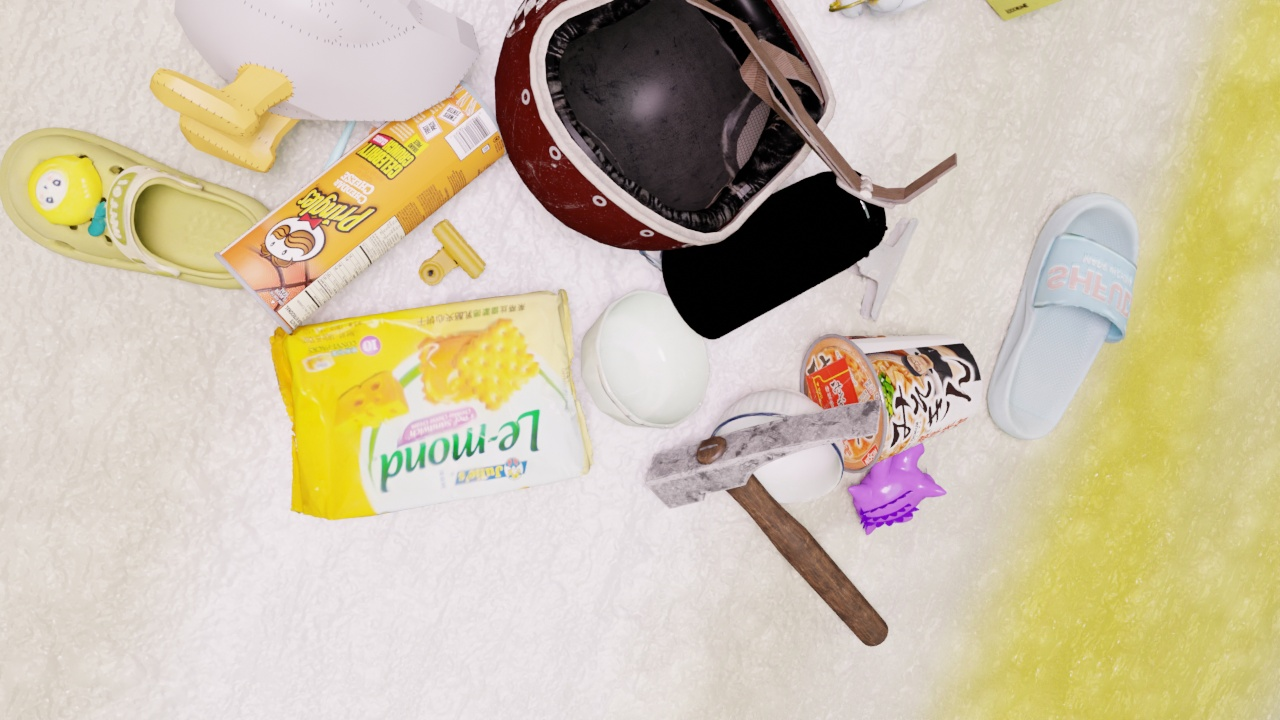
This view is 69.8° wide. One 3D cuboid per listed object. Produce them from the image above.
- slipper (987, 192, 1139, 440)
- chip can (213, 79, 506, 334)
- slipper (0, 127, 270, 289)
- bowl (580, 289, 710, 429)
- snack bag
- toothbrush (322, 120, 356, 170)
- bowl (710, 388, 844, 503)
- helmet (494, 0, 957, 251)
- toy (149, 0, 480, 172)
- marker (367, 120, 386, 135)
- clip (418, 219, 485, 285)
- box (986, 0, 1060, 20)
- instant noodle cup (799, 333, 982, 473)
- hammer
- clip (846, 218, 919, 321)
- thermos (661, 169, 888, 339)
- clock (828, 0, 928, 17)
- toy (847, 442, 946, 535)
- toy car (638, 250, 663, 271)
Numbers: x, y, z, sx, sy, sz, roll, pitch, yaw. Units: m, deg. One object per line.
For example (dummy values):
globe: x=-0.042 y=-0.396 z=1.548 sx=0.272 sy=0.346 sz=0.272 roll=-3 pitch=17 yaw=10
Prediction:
slipper: x=0.414 y=-0.036 z=0.875 sx=0.104 sy=0.074 sz=0.245 roll=19 pitch=96 yaw=-18
chip can: x=-0.202 y=-0.118 z=0.681 sx=0.214 sy=0.075 sz=0.075 roll=-43 pitch=108 yaw=-14
slipper: x=-0.361 y=-0.101 z=0.661 sx=0.190 sy=0.081 sz=0.092 roll=17 pitch=98 yaw=-19
bowl: x=-0.005 y=0.004 z=0.771 sx=0.117 sy=0.061 sz=0.117 roll=12 pitch=70 yaw=-36
snack bag: x=-0.166 y=0.032 z=0.741 sx=0.247 sy=0.068 sz=0.160 roll=-8 pitch=103 yaw=-13
toothbrush: x=-0.245 y=-0.145 z=0.715 sx=0.016 sy=0.016 sz=0.180 roll=25 pitch=94 yaw=-17
bowl: x=0.124 y=0.066 z=0.813 sx=0.118 sy=0.118 sz=0.062 roll=38 pitch=45 yaw=-18
helmet: x=0.026 y=-0.193 z=0.653 sx=0.233 sy=0.233 sz=0.254 roll=30 pitch=131 yaw=-33
toy: x=-0.230 y=-0.263 z=0.638 sx=0.246 sy=0.141 sz=0.267 roll=26 pitch=79 yaw=-9
marker: x=-0.195 y=-0.207 z=0.715 sx=0.017 sy=0.017 sz=0.145 roll=16 pitch=96 yaw=-17
clip: x=-0.157 y=-0.081 z=0.743 sx=0.054 sy=0.044 sz=0.049 roll=51 pitch=60 yaw=-18
box: x=0.288 y=-0.396 z=0.752 sx=0.221 sy=0.124 sz=0.082 roll=36 pitch=87 yaw=-19
instant noodle cup: x=0.229 y=0.028 z=0.822 sx=0.121 sy=0.124 sz=0.124 roll=-11 pitch=103 yaw=-22
hammer: x=0.175 y=0.161 z=0.816 sx=0.218 sy=0.036 sz=0.300 roll=-20 pitch=124 yaw=35
clip: x=0.216 y=-0.090 z=0.834 sx=0.056 sy=0.046 sz=0.102 roll=20 pitch=94 yaw=-30
thermos: x=0.123 y=-0.098 z=0.768 sx=0.198 sy=0.086 sz=0.086 roll=-28 pitch=106 yaw=-23
clock: x=0.209 y=-0.322 z=0.766 sx=0.117 sy=0.083 sz=0.057 roll=-31 pitch=112 yaw=-8
toy: x=0.240 y=0.125 z=0.868 sx=0.088 sy=0.056 sz=0.106 roll=-28 pitch=126 yaw=1
toy car: x=0.041 y=-0.083 z=0.794 sx=0.089 sy=0.027 sz=0.039 roll=37 pitch=91 yaw=-17
